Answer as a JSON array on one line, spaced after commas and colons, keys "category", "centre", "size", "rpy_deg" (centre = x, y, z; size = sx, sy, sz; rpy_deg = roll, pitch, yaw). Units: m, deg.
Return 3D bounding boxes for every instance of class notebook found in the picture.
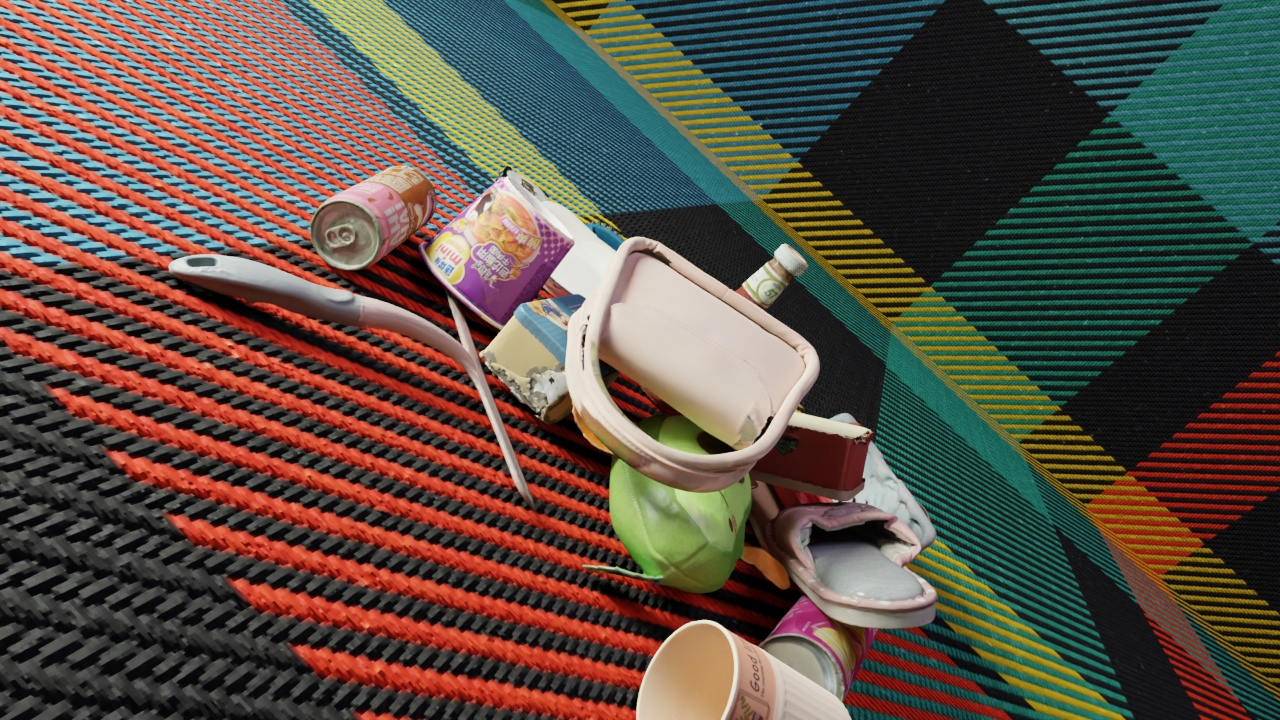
[{"category": "notebook", "centre": [0.148, 0.154, 0.952], "size": [0.149, 0.012, 0.211], "rpy_deg": [32, 22, -32]}]

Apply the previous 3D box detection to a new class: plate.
[{"category": "plate", "centre": [-0.071, -0.101, 1.003], "size": [0.163, 0.034, 0.164], "rpy_deg": [40, 27, -2]}]

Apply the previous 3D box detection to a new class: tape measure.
[{"category": "tape measure", "centre": [-0.140, -0.193, 1.087], "size": [0.065, 0.034, 0.066], "rpy_deg": [32, 21, -25]}]

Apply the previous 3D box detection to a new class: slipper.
[{"category": "slipper", "centre": [0.167, 0.149, 0.751], "size": [0.114, 0.054, 0.274], "rpy_deg": [1, 5, 0]}]

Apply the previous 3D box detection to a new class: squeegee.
[{"category": "squeegee", "centre": [-0.188, -0.026, 0.625], "size": [0.249, 0.040, 0.247], "rpy_deg": [24, 26, -41]}]

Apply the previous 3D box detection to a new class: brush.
[{"category": "brush", "centre": [-0.021, -0.109, 1.108], "size": [0.144, 0.055, 0.073], "rpy_deg": [39, 19, -11]}]

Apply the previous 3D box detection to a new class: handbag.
[{"category": "handbag", "centre": [0.028, 0.014, 0.684], "size": [0.193, 0.094, 0.233], "rpy_deg": [31, 26, -2]}]

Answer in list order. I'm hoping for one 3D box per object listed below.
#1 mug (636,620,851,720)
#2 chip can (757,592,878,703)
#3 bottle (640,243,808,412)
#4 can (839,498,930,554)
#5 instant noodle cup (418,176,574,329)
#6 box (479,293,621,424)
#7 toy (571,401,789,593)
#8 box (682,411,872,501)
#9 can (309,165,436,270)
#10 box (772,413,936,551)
[{"category": "mug", "centre": [0.060, 0.226, 0.533], "size": [0.106, 0.082, 0.114], "rpy_deg": [35, 47, -26]}, {"category": "chip can", "centre": [0.148, 0.216, 0.724], "size": [0.071, 0.071, 0.210], "rpy_deg": [48, 20, 14]}, {"category": "bottle", "centre": [0.084, -0.032, 0.920], "size": [0.060, 0.206, 0.059], "rpy_deg": [38, 20, -17]}, {"category": "can", "centre": [0.266, 0.178, 1.035], "size": [0.111, 0.075, 0.075], "rpy_deg": [27, 25, -39]}, {"category": "instant noodle cup", "centre": [-0.119, -0.097, 0.793], "size": [0.111, 0.099, 0.111], "rpy_deg": [42, 10, -9]}, {"category": "box", "centre": [-0.062, -0.006, 0.789], "size": [0.090, 0.061, 0.184], "rpy_deg": [44, 17, 3]}, {"category": "toy", "centre": [0.032, 0.102, 0.711], "size": [0.227, 0.090, 0.246], "rpy_deg": [37, 16, -7]}, {"category": "box", "centre": [0.128, 0.071, 0.863], "size": [0.168, 0.076, 0.091], "rpy_deg": [12, 7, 24]}, {"category": "can", "centre": [-0.212, -0.118, 0.742], "size": [0.058, 0.058, 0.147], "rpy_deg": [39, 19, -10]}, {"category": "box", "centre": [0.208, 0.127, 0.964], "size": [0.118, 0.098, 0.201], "rpy_deg": [32, 21, -38]}]
